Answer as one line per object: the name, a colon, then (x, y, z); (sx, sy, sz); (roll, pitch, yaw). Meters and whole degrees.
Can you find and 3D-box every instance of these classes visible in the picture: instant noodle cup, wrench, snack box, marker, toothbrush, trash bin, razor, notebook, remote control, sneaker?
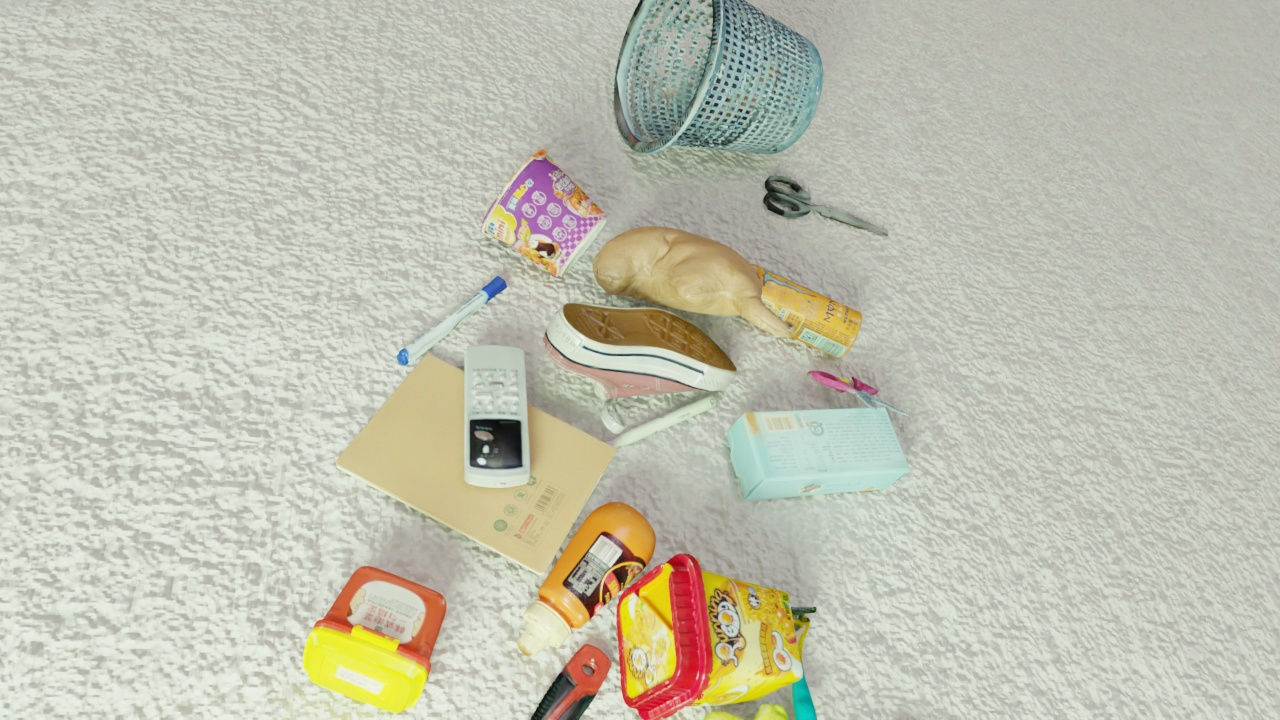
instant noodle cup: (-0.097, -0.148, 0.968); (0.099, 0.112, 0.111); (40, 52, -1)
wrench: (-0.100, 0.327, 0.684); (0.056, 0.016, 0.272); (32, 52, 4)
snack box: (0.179, 0.093, 0.928); (0.174, 0.052, 0.074); (-1, 58, -21)
marker: (-0.186, -0.040, 0.911); (0.017, 0.017, 0.145); (39, 52, 9)
toothbrush: (0.002, 0.070, 0.900); (0.189, 0.020, 0.029); (-21, 91, -31)
trash bin: (0.105, -0.346, 1.126); (0.194, 0.227, 0.226); (8, 53, -31)
snack box: (-0.196, 0.207, 0.695); (0.091, 0.082, 0.079); (23, 42, -5)
razor: (0.138, 0.271, 0.792); (0.043, 0.028, 0.132); (3, 40, -3)
notebook: (-0.143, 0.087, 0.827); (0.208, 0.008, 0.147); (26, 51, 8)
remote control: (-0.132, 0.047, 0.840); (0.058, 0.021, 0.149); (1, 52, -13)
instant noodle cup: (0.058, 0.232, 0.756); (0.123, 0.116, 0.116); (13, 51, -26)
sneaker: (-0.005, 0.005, 0.901); (0.240, 0.088, 0.118); (8, 38, -45)

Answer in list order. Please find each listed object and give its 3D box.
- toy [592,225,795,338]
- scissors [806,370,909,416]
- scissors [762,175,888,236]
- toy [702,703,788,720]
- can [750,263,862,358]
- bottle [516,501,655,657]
toy: (0.063, -0.083, 0.944); (0.226, 0.083, 0.143); (18, 32, 23)
scissors: (0.240, 0.036, 0.973); (0.108, 0.017, 0.136); (8, 13, -36)
scissors: (0.236, -0.182, 1.171); (0.175, 0.014, 0.132); (44, 52, 9)
toy: (0.089, 0.321, 0.745); (0.099, 0.031, 0.096); (-32, 86, -31)
can: (0.171, -0.056, 1.026); (0.146, 0.058, 0.058); (24, 52, -3)
bottle: (-0.050, 0.188, 0.775); (0.067, 0.067, 0.149); (39, 60, 9)
